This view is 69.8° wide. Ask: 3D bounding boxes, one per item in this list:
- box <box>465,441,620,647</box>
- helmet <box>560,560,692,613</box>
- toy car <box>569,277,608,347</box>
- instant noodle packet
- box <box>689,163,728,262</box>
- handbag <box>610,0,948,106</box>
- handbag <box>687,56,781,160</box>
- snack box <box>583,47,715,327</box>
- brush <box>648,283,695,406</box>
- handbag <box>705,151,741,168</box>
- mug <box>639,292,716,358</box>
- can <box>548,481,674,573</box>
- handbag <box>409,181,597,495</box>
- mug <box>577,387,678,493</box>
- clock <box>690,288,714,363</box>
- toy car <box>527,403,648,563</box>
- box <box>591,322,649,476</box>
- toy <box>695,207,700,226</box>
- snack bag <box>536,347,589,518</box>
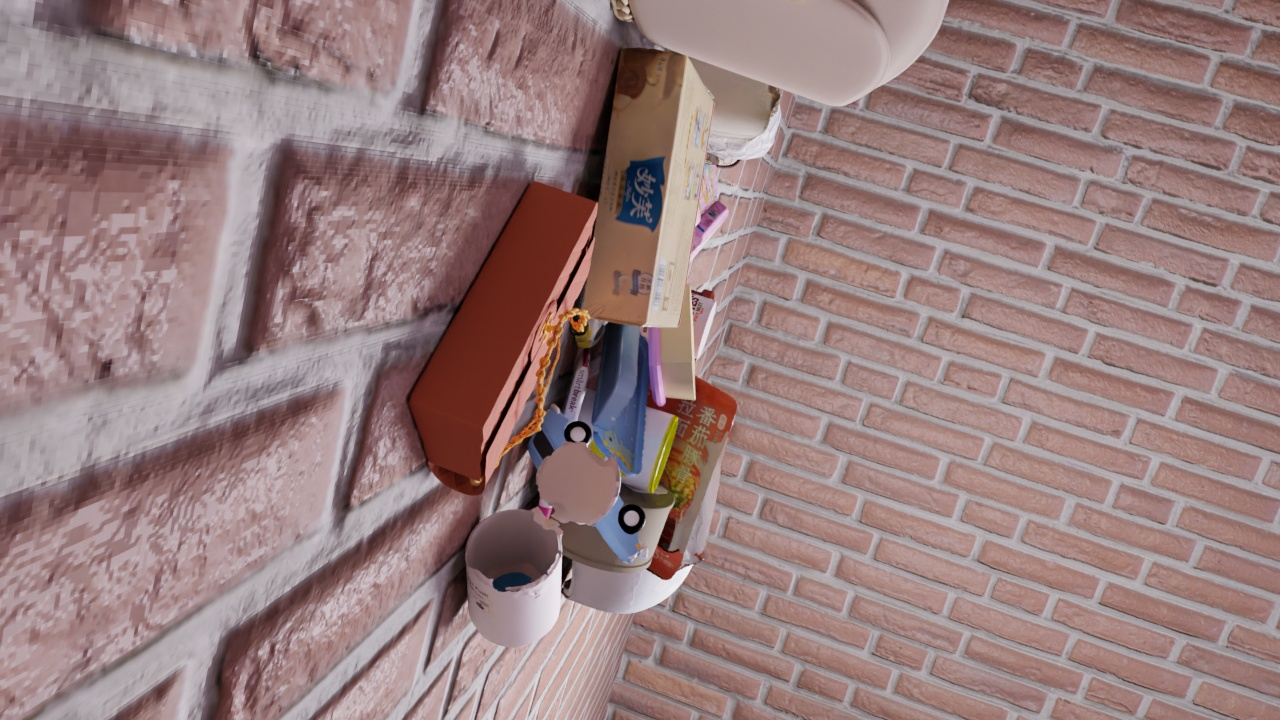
[{"bbox_3d":[-0.079,0.147,0.740,0.143,0.083,0.137,-34,150,-30],"label":"box"},{"bbox_3d":[0.004,0.220,1.250,0.263,0.164,0.237,-64,170,-49],"label":"helmet"},{"bbox_3d":[-0.036,-0.060,0.810,0.047,0.033,0.106,-57,163,-55],"label":"toy car"},{"bbox_3d":[0.018,0.106,1.030,0.083,0.164,0.221,-14,126,-52],"label":"instant noodle packet"},{"bbox_3d":[0.073,-0.186,1.176,0.230,0.066,0.159,-53,159,-66],"label":"box"},{"bbox_3d":[0.093,-0.264,0.583,0.209,0.210,0.103,108,2,-74],"label":"handbag"},{"bbox_3d":[0.090,-0.272,0.926,0.171,0.112,0.123,-3,104,-81],"label":"handbag"},{"bbox_3d":[0.011,-0.133,0.757,0.153,0.055,0.207,-10,109,-77],"label":"snack box"},{"bbox_3d":[0.032,-0.060,0.973,0.089,0.043,0.228,80,8,-55],"label":"brush"},{"bbox_3d":[0.100,-0.315,1.089,0.138,0.063,0.167,-22,128,-69],"label":"handbag"},{"bbox_3d":[0.041,-0.048,1.153,0.105,0.089,0.073,70,38,-77],"label":"mug"},{"bbox_3d":[-0.036,0.157,0.953,0.127,0.128,0.073,-35,145,-77],"label":"can"},{"bbox_3d":[-0.074,-0.009,0.577,0.109,0.060,0.171,103,9,-59],"label":"handbag"},{"bbox_3d":[-0.024,0.080,0.936,0.082,0.106,0.082,19,89,-82],"label":"mug"},{"bbox_3d":[0.052,-0.041,1.310,0.158,0.072,0.120,97,14,-52],"label":"clock"},{"bbox_3d":[-0.046,0.110,0.786,0.054,0.153,0.056,-31,169,-14],"label":"toy car"},{"bbox_3d":[-0.018,0.006,0.879,0.209,0.049,0.121,-84,172,-53],"label":"box"},{"bbox_3d":[0.014,-0.147,0.869,0.102,0.050,0.093,-40,131,-27],"label":"toy"},{"bbox_3d":[-0.073,0.077,0.868,0.070,0.016,0.197,-104,-150,-75],"label":"snack bag"}]
